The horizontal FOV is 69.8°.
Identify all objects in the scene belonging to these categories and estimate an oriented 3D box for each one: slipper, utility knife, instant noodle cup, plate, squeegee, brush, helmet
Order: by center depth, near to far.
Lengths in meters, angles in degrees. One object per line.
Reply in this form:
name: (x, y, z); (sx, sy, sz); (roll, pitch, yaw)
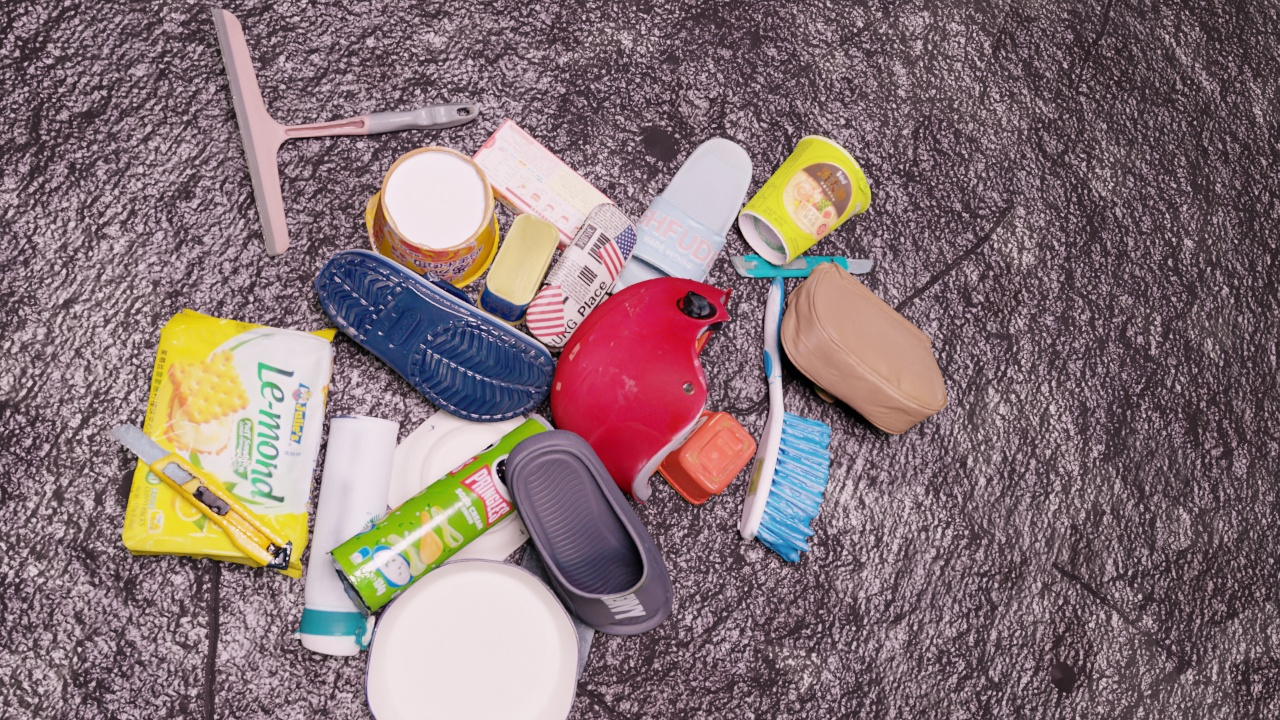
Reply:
utility knife: (-0.394, 0.122, 0.824); (0.202, 0.015, 0.033); (39, 71, -3)
slipper: (-0.046, 0.187, 0.867); (0.111, 0.083, 0.268); (-24, 121, 2)
plate: (-0.162, 0.294, 0.894); (0.204, 0.045, 0.205); (0, 89, -11)
helmet: (-0.005, 0.005, 0.923); (0.144, 0.207, 0.239); (24, 51, -1)
slipper: (-0.207, -0.026, 0.934); (0.252, 0.095, 0.105); (31, 105, -14)
plate: (-0.168, 0.123, 0.944); (0.163, 0.034, 0.164); (47, 72, -2)
instant noodle cup: (-0.211, -0.149, 0.945); (0.138, 0.110, 0.138); (2, 80, -13)
squeegee: (-0.297, -0.252, 0.980); (0.249, 0.040, 0.248); (-13, 99, -22)
slipper: (0.055, -0.155, 1.033); (0.104, 0.074, 0.245); (35, 72, -7)
brush: (0.165, 0.060, 1.034); (0.109, 0.061, 0.314); (19, 73, -7)
instant noodle cup: (0.181, -0.176, 1.053); (0.123, 0.112, 0.111); (-43, 92, -14)
utility knife: (0.194, -0.113, 1.092); (0.182, 0.013, 0.029); (-2, 79, -15)

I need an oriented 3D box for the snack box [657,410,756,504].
snack box: (0.074, 0.103, 0.985); (0.082, 0.080, 0.091); (46, 72, -3)

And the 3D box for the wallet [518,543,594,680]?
wallet: (-0.090, 0.260, 0.947); (0.097, 0.019, 0.120); (19, 78, -10)

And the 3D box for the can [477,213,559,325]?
can: (-0.128, -0.096, 0.969); (0.057, 0.083, 0.102); (25, 74, -9)

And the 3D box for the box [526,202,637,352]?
box: (-0.066, -0.090, 0.961); (0.076, 0.086, 0.162); (28, 79, 36)

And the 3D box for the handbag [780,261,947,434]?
handbag: (0.244, -0.011, 1.025); (0.204, 0.100, 0.147); (35, 44, -19)

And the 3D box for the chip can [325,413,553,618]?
chip can: (-0.175, 0.143, 0.867); (0.235, 0.072, 0.072); (-34, 89, -26)

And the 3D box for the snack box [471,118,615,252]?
snack box: (-0.110, -0.191, 1.021); (0.156, 0.027, 0.077); (38, 72, -5)

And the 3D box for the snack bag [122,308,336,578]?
snack bag: (-0.387, 0.077, 0.878); (0.158, 0.068, 0.246); (8, 79, -12)

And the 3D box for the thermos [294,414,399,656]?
thermos: (-0.280, 0.168, 0.888); (0.073, 0.073, 0.224); (8, 78, -13)
